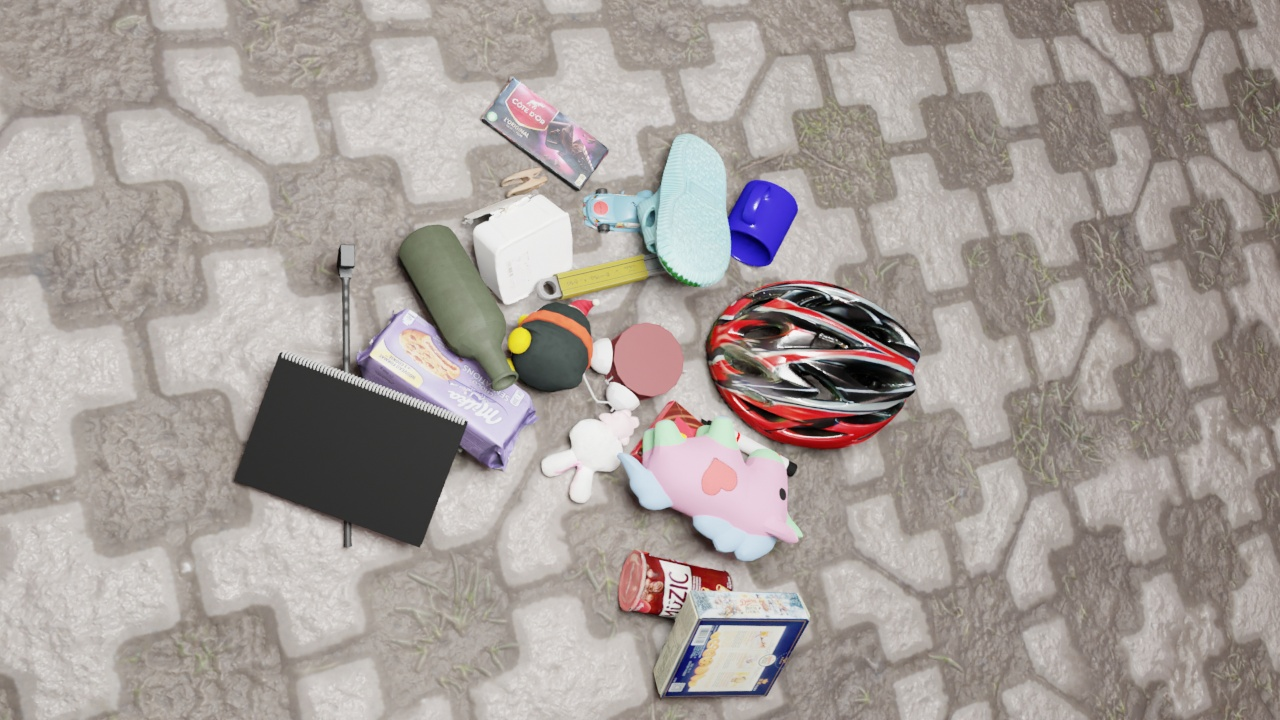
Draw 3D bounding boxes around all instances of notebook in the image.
[{"bbox_3d":[-0.305,0.094,0.973,0.206,0.016,0.149,21,95,-5],"label":"notebook"}]

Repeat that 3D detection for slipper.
[{"bbox_3d":[0.058,-0.185,1.166,0.116,0.070,0.275,27,45,-22],"label":"slipper"}]

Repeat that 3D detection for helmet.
[{"bbox_3d":[0.222,-0.002,1.180,0.272,0.167,0.217,13,72,-6],"label":"helmet"}]

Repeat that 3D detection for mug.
[{"bbox_3d":[0.154,-0.188,1.204,0.079,0.111,0.083,23,69,17],"label":"mug"}]

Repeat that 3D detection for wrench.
[{"bbox_3d":[-0.013,-0.117,1.152,0.272,0.018,0.083,-16,84,-33],"label":"wrench"}]

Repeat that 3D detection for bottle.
[{"bbox_3d":[-0.198,-0.056,1.025,0.071,0.072,0.206,-23,66,-23],"label":"bottle"}]

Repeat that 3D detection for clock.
[{"bbox_3d":[-0.007,0.007,1.136,0.137,0.048,0.096,-25,90,-23],"label":"clock"}]

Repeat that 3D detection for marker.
[{"bbox_3d":[0.139,0.111,1.189,0.145,0.019,0.019,29,71,-14],"label":"marker"}]

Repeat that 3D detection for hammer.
[{"bbox_3d":[-0.323,0.040,1.007,0.015,0.095,0.325,0,89,-21],"label":"hammer"}]

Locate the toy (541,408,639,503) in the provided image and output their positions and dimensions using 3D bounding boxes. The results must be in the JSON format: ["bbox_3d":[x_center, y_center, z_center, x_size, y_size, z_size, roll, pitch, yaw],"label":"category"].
[{"bbox_3d":[-0.055,0.106,1.102,0.076,0.037,0.125,45,82,-13],"label":"toy"}]

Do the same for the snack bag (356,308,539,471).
[{"bbox_3d":[-0.216,0.035,1.031,0.205,0.059,0.096,38,39,-10],"label":"snack bag"}]

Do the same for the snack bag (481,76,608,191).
[{"bbox_3d":[-0.120,-0.286,1.166,0.155,0.018,0.074,35,71,-10],"label":"snack bag"}]

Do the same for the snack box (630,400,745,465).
[{"bbox_3d":[0.063,0.125,1.155,0.133,0.021,0.089,41,69,-9],"label":"snack box"}]

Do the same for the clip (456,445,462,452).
[{"bbox_3d":[-0.231,0.076,1.051,0.076,0.023,0.047,36,71,-9],"label":"clip"}]

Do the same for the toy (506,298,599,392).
[{"bbox_3d":[-0.102,-0.022,1.085,0.099,0.098,0.119,24,48,-3],"label":"toy"}]

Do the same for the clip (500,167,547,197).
[{"bbox_3d":[-0.144,-0.220,1.142,0.047,0.025,0.062,38,62,-15],"label":"clip"}]

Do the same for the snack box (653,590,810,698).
[{"bbox_3d":[0.104,0.334,1.074,0.145,0.145,0.042,7,33,-21],"label":"snack box"}]

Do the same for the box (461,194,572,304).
[{"bbox_3d":[-0.161,-0.154,1.098,0.109,0.103,0.130,-35,56,-25],"label":"box"}]

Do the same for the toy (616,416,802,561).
[{"bbox_3d":[0.084,0.156,1.091,0.222,0.120,0.171,-2,72,-22],"label":"toy"}]

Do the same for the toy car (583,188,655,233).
[{"bbox_3d":[-0.018,-0.193,1.181,0.107,0.028,0.060,0,80,-21],"label":"toy car"}]

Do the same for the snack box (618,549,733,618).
[{"bbox_3d":[0.042,0.273,1.092,0.121,0.072,0.072,17,74,-18],"label":"snack box"}]
